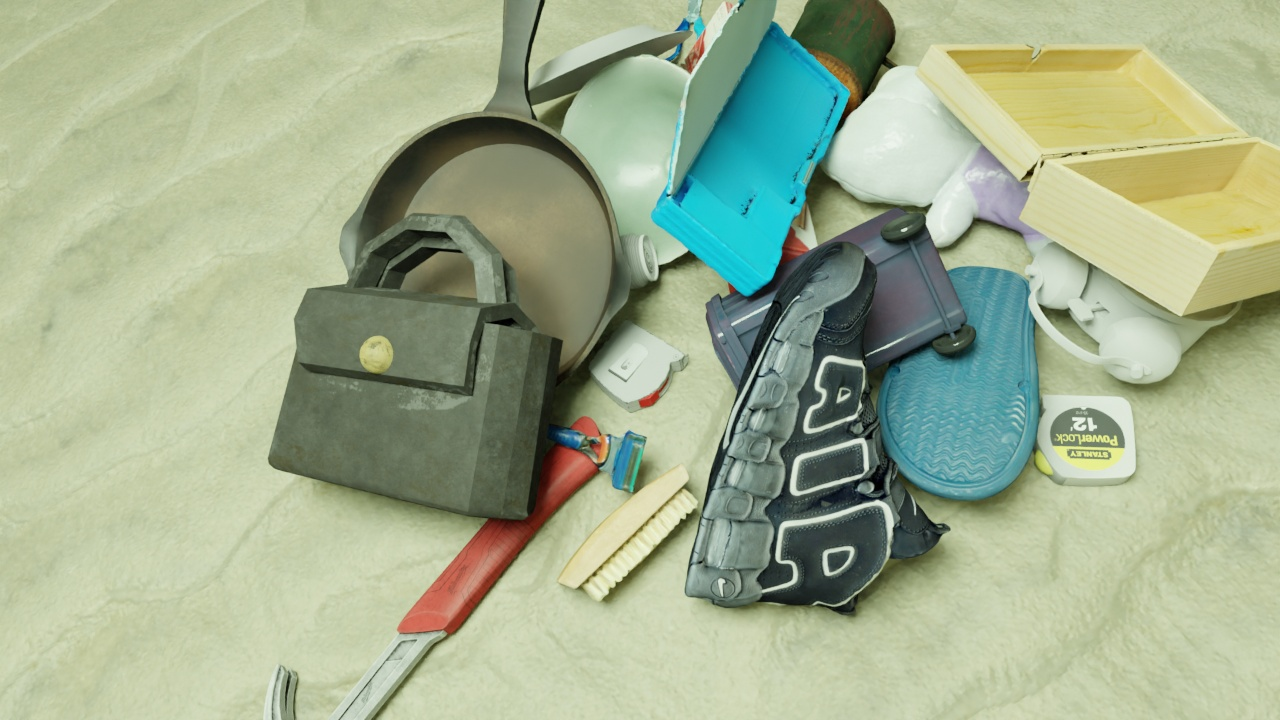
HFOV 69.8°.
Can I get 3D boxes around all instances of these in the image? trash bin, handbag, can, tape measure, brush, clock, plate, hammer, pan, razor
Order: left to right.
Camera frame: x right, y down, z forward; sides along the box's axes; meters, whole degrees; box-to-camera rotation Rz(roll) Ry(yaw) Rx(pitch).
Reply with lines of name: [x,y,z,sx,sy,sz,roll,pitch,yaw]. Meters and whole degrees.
handbag: [-0.154,-0.004,0.641,0.198,0.102,0.199,7,86,27]
hammer: [-0.132,0.163,0.647,0.126,0.036,0.315,31,70,26]
pan: [-0.106,-0.138,0.712,0.249,0.043,0.356,11,94,18]
razor: [-0.062,0.053,0.668,0.141,0.018,0.044,18,98,18]
can: [-0.042,-0.072,0.739,0.107,0.044,0.044,-11,60,18]
plate: [-0.039,-0.259,0.793,0.173,0.173,0.019,-22,101,-3]
brush: [-0.008,0.121,0.638,0.117,0.049,0.039,-40,85,-13]
tape measure: [-0.004,0.004,0.715,0.060,0.020,0.062,32,72,24]
trash bin: [0.131,-0.031,0.641,0.161,0.094,0.092,-27,18,9]
tape measure: [0.305,0.054,0.635,0.064,0.017,0.064,1,62,11]
clock: [0.339,-0.046,0.634,0.159,0.061,0.120,-20,59,-27]

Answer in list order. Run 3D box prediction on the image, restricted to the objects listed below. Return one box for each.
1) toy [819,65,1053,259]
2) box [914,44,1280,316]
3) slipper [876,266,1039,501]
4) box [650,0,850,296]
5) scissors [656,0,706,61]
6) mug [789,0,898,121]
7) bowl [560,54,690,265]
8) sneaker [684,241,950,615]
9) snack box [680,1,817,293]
toy: [0.254,-0.156,0.723,0.209,0.086,0.137,26,70,17]
box: [0.359,-0.143,0.640,0.246,0.076,0.257,-10,54,-29]
slipper: [0.228,0.012,0.650,0.104,0.059,0.213,6,49,22]
box: [0.073,-0.182,0.653,0.075,0.167,0.242,-2,43,32]
scissors: [0.046,-0.337,0.896,0.073,0.016,0.133,-3,60,11]
mug: [0.177,-0.254,0.794,0.111,0.085,0.081,31,70,-6]
bowl: [0.015,-0.162,0.770,0.174,0.067,0.174,6,100,34]
sneaker: [0.128,0.060,0.569,0.151,0.097,0.253,18,110,3]
snack box: [0.085,-0.178,0.764,0.044,0.077,0.272,8,57,-26]
